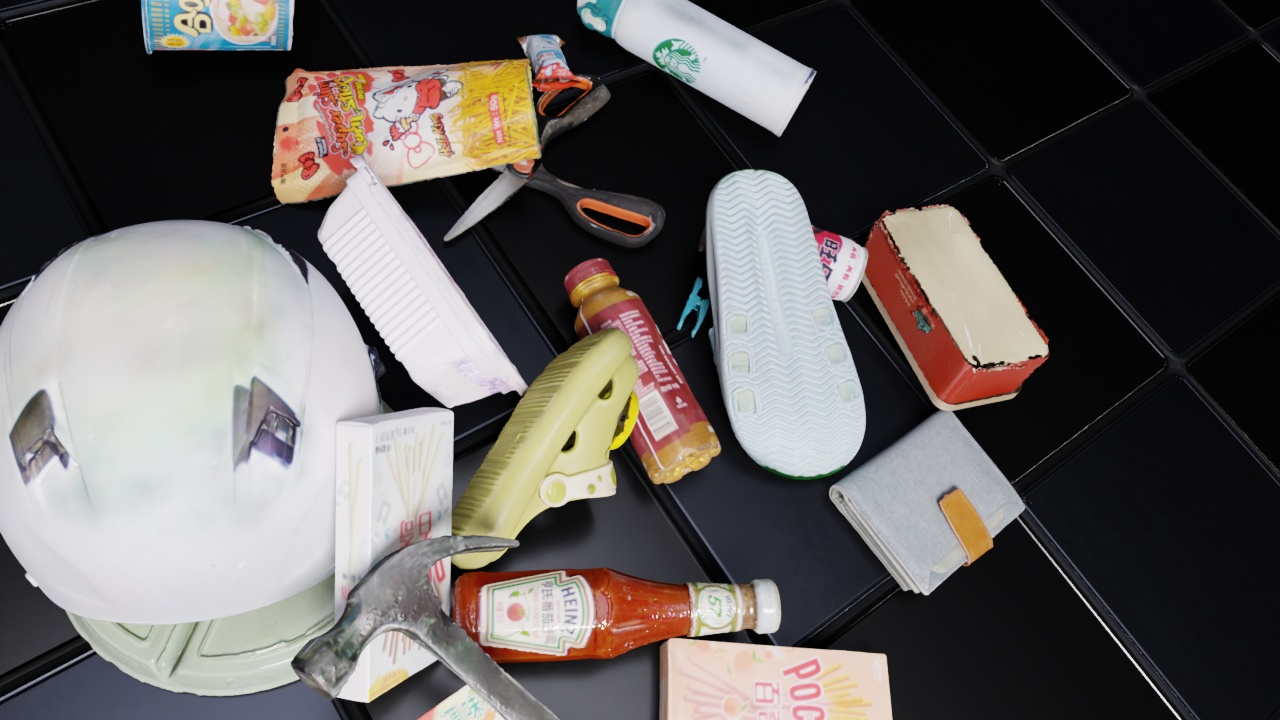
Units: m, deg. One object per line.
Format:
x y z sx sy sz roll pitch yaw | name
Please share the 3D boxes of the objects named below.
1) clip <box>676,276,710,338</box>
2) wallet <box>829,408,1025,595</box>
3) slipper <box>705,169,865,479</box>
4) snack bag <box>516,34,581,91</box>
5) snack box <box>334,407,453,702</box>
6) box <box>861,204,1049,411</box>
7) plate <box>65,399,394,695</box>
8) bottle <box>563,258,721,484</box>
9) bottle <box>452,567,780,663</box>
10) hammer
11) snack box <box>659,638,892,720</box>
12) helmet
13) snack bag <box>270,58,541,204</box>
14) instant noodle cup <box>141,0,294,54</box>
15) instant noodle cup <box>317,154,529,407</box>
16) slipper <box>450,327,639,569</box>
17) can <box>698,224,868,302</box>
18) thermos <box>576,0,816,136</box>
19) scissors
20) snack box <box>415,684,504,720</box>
0.045 -0.044 0.748 0.046 0.014 0.056 26 58 -3 | clip
0.225 0.106 0.702 0.129 0.037 0.106 -29 72 -27 | wallet
0.100 -0.027 0.717 0.104 0.074 0.245 -9 82 -10 | slipper
-0.082 -0.266 0.814 0.048 0.026 0.104 -2 44 -13 | snack bag
-0.144 0.109 0.541 0.027 0.084 0.157 2 94 20 | snack box
0.258 -0.052 0.758 0.091 0.078 0.168 -10 57 -19 | box
-0.253 0.094 0.591 0.230 0.028 0.229 6 61 -12 | plate
-0.004 0.004 0.685 0.057 0.058 0.175 -19 70 -23 | bottle
-0.014 0.161 0.585 0.206 0.060 0.059 -1 63 -6 | bottle
-0.033 0.225 0.518 0.323 0.032 0.125 46 56 -11 | hammer
0.090 0.233 0.607 0.157 0.026 0.084 7 61 -10 | snack box
-0.265 0.013 0.530 0.229 0.146 0.258 -2 63 -16 | helmet
-0.186 -0.192 0.734 0.208 0.073 0.128 -6 65 -3 | snack bag
-0.339 -0.291 0.739 0.109 0.099 0.099 -1 63 -25 | instant noodle cup
-0.155 -0.042 0.637 0.060 0.138 0.173 -37 75 -6 | instant noodle cup
-0.056 0.067 0.624 0.081 0.092 0.190 40 73 -20 | slipper
0.120 -0.094 0.771 0.132 0.053 0.053 20 60 -4 | can
0.047 -0.290 0.848 0.224 0.073 0.073 30 60 3 | thermos
-0.082 -0.171 0.777 0.230 0.022 0.220 20 59 -2 | scissors
-0.133 0.259 0.535 0.155 0.027 0.077 -30 74 -26 | snack box
